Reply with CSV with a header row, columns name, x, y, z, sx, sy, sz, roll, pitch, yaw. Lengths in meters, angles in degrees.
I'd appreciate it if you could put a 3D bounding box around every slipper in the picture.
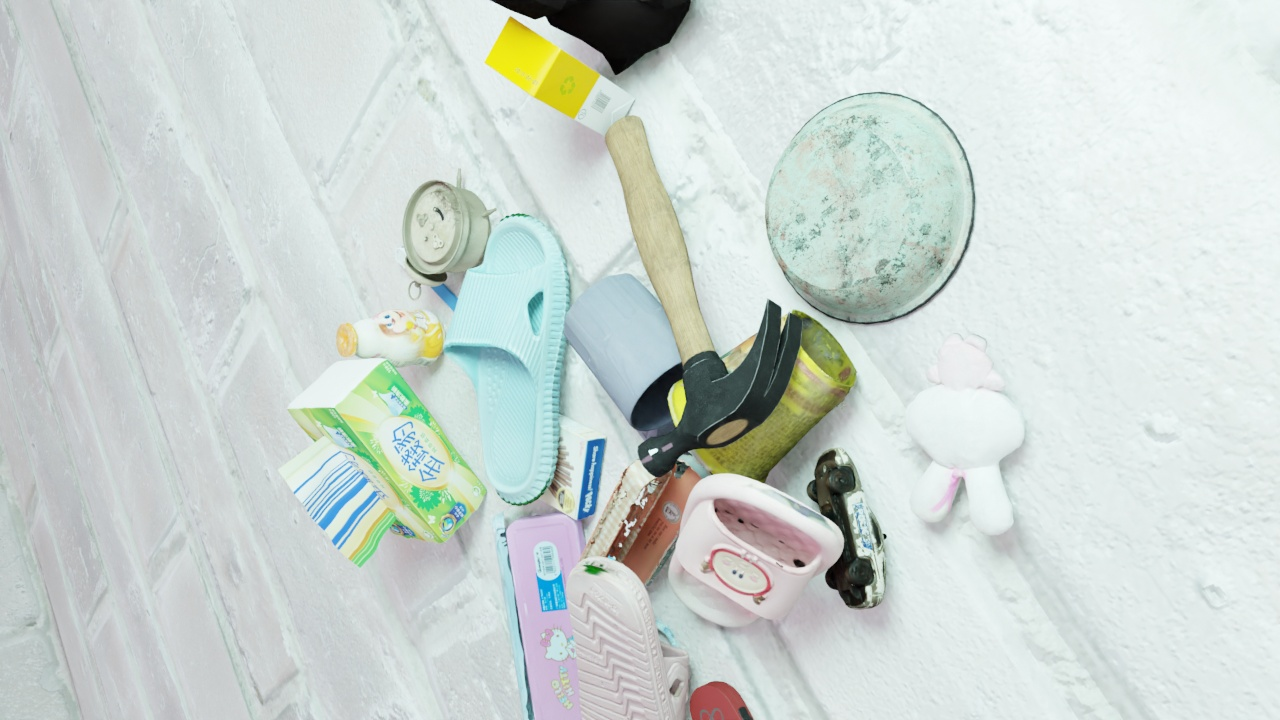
name,x,y,z,sx,sy,sz,roll,pitch,yaw
slipper,0.069,0.145,0.663,0.107,0.055,0.222,31,147,6
slipper,-0.004,0.254,0.775,0.094,0.064,0.240,14,126,33
slipper,-0.123,-0.005,0.845,0.116,0.069,0.276,-5,83,37

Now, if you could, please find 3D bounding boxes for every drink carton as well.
name,x,y,z,sx,sy,sz,roll,pitch,yaw
drink carton,-0.060,-0.224,0.738,0.058,0.122,0.040,39,105,24

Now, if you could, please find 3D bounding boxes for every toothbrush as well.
name,x,y,z,sx,sy,sz,roll,pitch,yaw
toothbrush,-0.215,-0.074,0.980,0.166,0.014,0.016,43,122,30

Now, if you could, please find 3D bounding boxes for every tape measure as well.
name,x,y,z,sx,sy,sz,roll,pitch,yaw
tape measure,0.069,0.293,0.760,0.059,0.019,0.051,-23,77,43

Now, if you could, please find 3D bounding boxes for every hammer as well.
name,x,y,z,sx,sy,sz,roll,pitch,yaw
hammer,0.023,-0.076,0.677,0.133,0.040,0.305,-36,50,27

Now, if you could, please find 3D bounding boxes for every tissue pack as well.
name,x,y,z,sx,sy,sz,roll,pitch,yaw
tissue pack,-0.273,0.114,0.921,0.120,0.141,0.198,-10,122,47

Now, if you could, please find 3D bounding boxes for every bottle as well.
name,x,y,z,sx,sy,sz,roll,pitch,yaw
bottle,-0.263,-0.023,0.966,0.063,0.108,0.063,3,95,45

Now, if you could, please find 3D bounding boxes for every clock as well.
name,x,y,z,sx,sy,sz,roll,pitch,yaw
clock,-0.202,-0.118,0.934,0.093,0.054,0.141,48,118,28

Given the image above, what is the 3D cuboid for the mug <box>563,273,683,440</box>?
name,x,y,z,sx,sy,sz,roll,pitch,yaw
mug,-0.004,0.004,0.757,0.104,0.083,0.124,50,153,27

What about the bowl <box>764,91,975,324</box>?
name,x,y,z,sx,sy,sz,roll,pitch,yaw
bowl,0.142,-0.102,0.621,0.158,0.038,0.157,7,101,43

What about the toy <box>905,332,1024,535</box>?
name,x,y,z,sx,sy,sz,roll,pitch,yaw
toy,0.205,0.045,0.583,0.076,0.037,0.125,2,95,47

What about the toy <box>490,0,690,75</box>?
name,x,y,z,sx,sy,sz,roll,pitch,yaw
toy,-0.056,-0.291,0.682,0.159,0.183,0.140,37,120,34

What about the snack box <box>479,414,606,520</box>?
name,x,y,z,sx,sy,sz,roll,pitch,yaw
snack box,-0.097,0.087,0.883,0.150,0.026,0.082,21,109,41

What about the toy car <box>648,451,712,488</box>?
name,x,y,z,sx,sy,sz,roll,pitch,yaw
toy car,0.048,0.099,0.737,0.092,0.040,0.037,6,101,43

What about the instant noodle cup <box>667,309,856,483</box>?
name,x,y,z,sx,sy,sz,roll,pitch,yaw
instant noodle cup,0.090,0.024,0.656,0.108,0.102,0.102,-43,66,29

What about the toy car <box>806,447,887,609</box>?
name,x,y,z,sx,sy,sz,roll,pitch,yaw
toy car,0.149,0.117,0.645,0.049,0.040,0.112,127,135,-69

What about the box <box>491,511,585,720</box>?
name,x,y,z,sx,sy,sz,roll,pitch,yaw
box,-0.099,0.255,0.889,0.140,0.062,0.214,-10,89,47

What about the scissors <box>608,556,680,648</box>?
name,x,y,z,sx,sy,sz,roll,pitch,yaw
scissors,-0.016,0.224,0.835,0.113,0.013,0.140,-35,74,40

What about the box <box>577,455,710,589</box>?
name,x,y,z,sx,sy,sz,roll,pitch,yaw
box,-0.005,0.142,0.742,0.076,0.054,0.188,20,135,-4
